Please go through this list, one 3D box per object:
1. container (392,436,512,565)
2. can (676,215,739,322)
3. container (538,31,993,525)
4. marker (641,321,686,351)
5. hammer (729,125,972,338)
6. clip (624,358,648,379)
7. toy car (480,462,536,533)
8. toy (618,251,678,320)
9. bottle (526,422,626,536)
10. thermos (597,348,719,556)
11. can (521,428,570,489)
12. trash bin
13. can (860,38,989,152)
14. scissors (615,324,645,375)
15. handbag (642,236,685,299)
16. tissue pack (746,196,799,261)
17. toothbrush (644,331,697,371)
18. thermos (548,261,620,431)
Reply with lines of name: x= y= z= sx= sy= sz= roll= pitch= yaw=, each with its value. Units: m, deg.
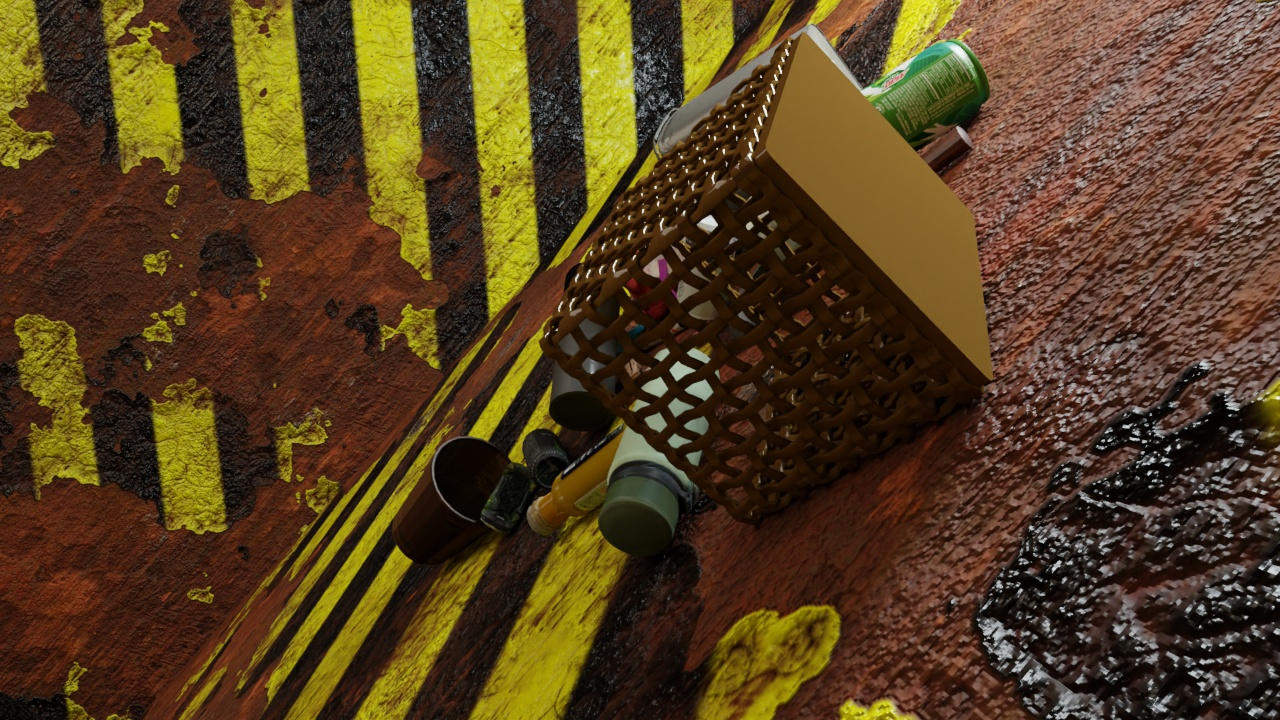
container: x=-0.263 y=0.204 z=1.274 sx=0.168 sy=0.132 sz=0.131 roll=-44 pitch=14 yaw=38
can: x=0.081 y=-0.105 z=1.098 sx=0.064 sy=0.064 sz=0.127 roll=-85 pitch=3 yaw=-67
container: x=0.104 y=-0.066 z=0.702 sx=0.215 sy=0.219 sz=0.250 roll=-38 pitch=18 yaw=34
marker: x=0.023 y=-0.034 z=1.250 sx=0.146 sy=0.019 sz=0.019 roll=-29 pitch=24 yaw=52
hammer: x=0.211 y=-0.136 z=0.956 sx=0.302 sy=0.028 sz=0.110 roll=-39 pitch=18 yaw=32
clip: x=-0.008 y=0.006 z=1.203 sx=0.024 sy=0.039 sz=0.060 roll=-43 pitch=10 yaw=24
toy car: x=-0.172 y=0.182 z=1.207 sx=0.033 sy=0.048 sz=0.105 roll=-61 pitch=2 yaw=44
toy: x=0.012 y=-0.133 z=1.342 sx=0.094 sy=0.133 sz=0.088 roll=-40 pitch=24 yaw=-4
bottle: x=-0.051 y=0.127 z=0.983 sx=0.187 sy=0.053 sz=0.053 roll=-40 pitch=17 yaw=29
thermos: x=0.023 y=0.081 z=0.855 sx=0.083 sy=0.082 sz=0.230 roll=-39 pitch=17 yaw=33
can: x=-0.123 y=0.126 z=1.189 sx=0.054 sy=0.054 sz=0.138 roll=-49 pitch=15 yaw=-1
trash bin: x=0.170 y=-0.298 z=1.194 sx=0.221 sy=0.197 sz=0.196 roll=-32 pitch=19 yaw=31
can: x=0.270 y=-0.254 z=0.931 sx=0.144 sy=0.083 sz=0.083 roll=-32 pitch=16 yaw=4
scissors: x=-0.027 y=-0.022 z=1.325 sx=0.134 sy=0.066 sz=0.015 roll=-43 pitch=-21 yaw=-49
handbag: x=0.066 y=-0.125 z=1.229 sx=0.145 sy=0.068 sz=0.169 roll=-15 pitch=39 yaw=11
tissue pack: x=0.198 y=-0.194 z=1.061 sx=0.182 sy=0.070 sz=0.111 roll=-39 pitch=19 yaw=29
toothbrush: x=0.052 y=-0.014 z=1.121 sx=0.135 sy=0.016 sz=0.021 roll=-38 pitch=18 yaw=36
thermos: x=-0.072 y=-0.024 z=1.242 sx=0.082 sy=0.082 sz=0.239 roll=-38 pitch=35 yaw=36
